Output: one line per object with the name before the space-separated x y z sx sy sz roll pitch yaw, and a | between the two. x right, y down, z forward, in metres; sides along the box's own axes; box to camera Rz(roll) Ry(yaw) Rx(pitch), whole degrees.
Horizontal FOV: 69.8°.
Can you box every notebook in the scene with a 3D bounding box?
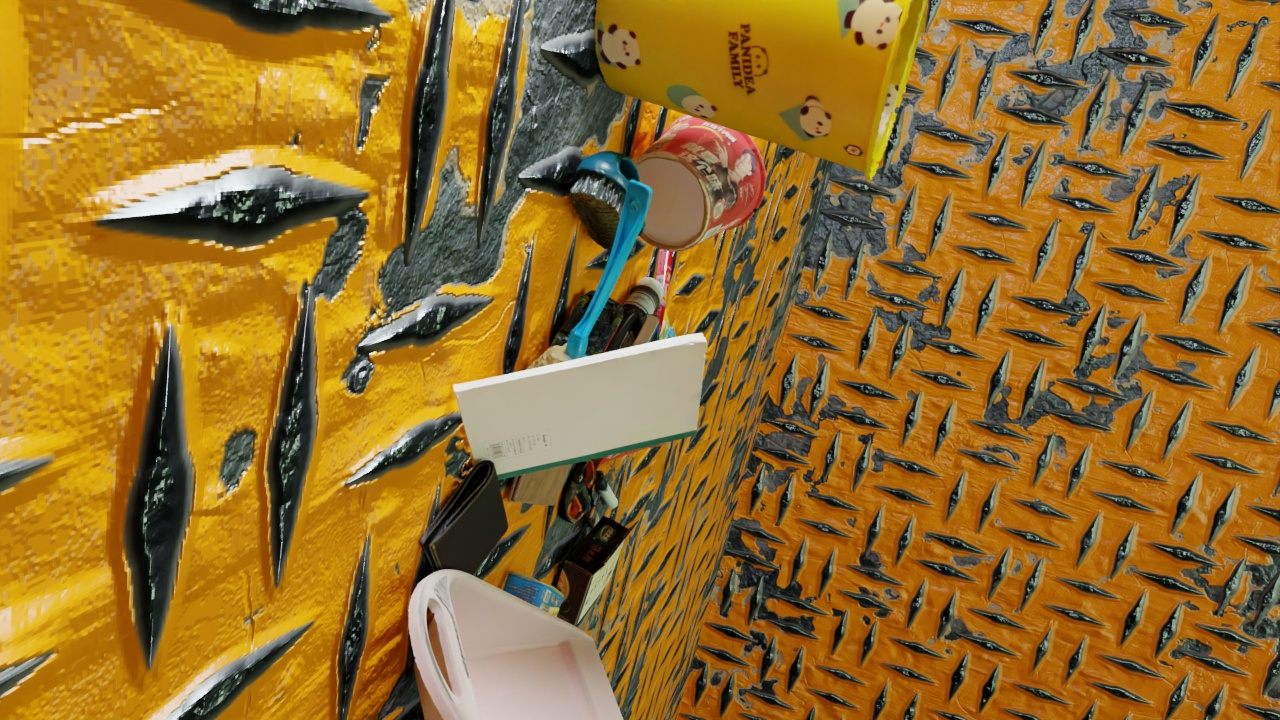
notebook | -0.047 0.046 0.799 0.151 0.209 0.012 90 -15 -53

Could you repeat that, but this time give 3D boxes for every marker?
marker | -0.048 0.181 1.276 0.131 0.018 0.022 73 28 -66

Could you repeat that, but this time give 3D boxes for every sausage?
sausage | 0.027 -0.095 1.162 0.020 0.020 0.155 72 25 -67

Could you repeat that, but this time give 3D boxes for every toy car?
toy car | -0.055 -0.023 0.925 0.045 0.053 0.120 -63 179 39

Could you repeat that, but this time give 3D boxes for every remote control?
remote control | -0.006 0.006 1.024 0.049 0.024 0.124 90 22 -47

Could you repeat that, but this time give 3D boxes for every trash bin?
trash bin | 0.113 -0.302 0.809 0.229 0.255 0.229 18 89 -76

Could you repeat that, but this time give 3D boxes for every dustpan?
dustpan | -0.085 0.284 0.783 0.273 0.222 0.139 10 122 -35

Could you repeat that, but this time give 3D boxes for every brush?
brush | -0.045 -0.040 0.830 0.045 0.083 0.255 -1 118 -57
brush | -0.026 -0.155 0.873 0.144 0.055 0.073 56 54 -72

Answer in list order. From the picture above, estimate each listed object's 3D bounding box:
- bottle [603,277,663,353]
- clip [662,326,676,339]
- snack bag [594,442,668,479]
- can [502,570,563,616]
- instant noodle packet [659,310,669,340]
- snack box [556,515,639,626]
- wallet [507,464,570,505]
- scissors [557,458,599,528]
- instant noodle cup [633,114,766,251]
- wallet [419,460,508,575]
bottle | -0.022 -0.029 1.068 0.194 0.044 0.080 -60 161 -44
clip | 0.033 -0.017 1.180 0.046 0.014 0.056 73 34 -53
snack bag | 0.007 0.073 1.151 0.128 0.073 0.208 -26 157 -27
can | -0.129 0.287 1.018 0.102 0.057 0.083 74 33 -66
instant noodle packet | 0.006 -0.009 1.198 0.111 0.044 0.128 84 25 -55
snack box | -0.062 0.275 1.224 0.113 0.053 0.126 -44 155 -56
wallet | -0.097 0.097 0.964 0.101 0.020 0.115 28 79 -68
scissors | -0.062 0.182 1.213 0.234 0.022 0.125 33 75 -75
instant noodle cup | 0.053 -0.187 0.989 0.108 0.138 0.138 -42 148 -48
wallet | -0.155 0.156 0.827 0.096 0.020 0.122 -53 159 -31
